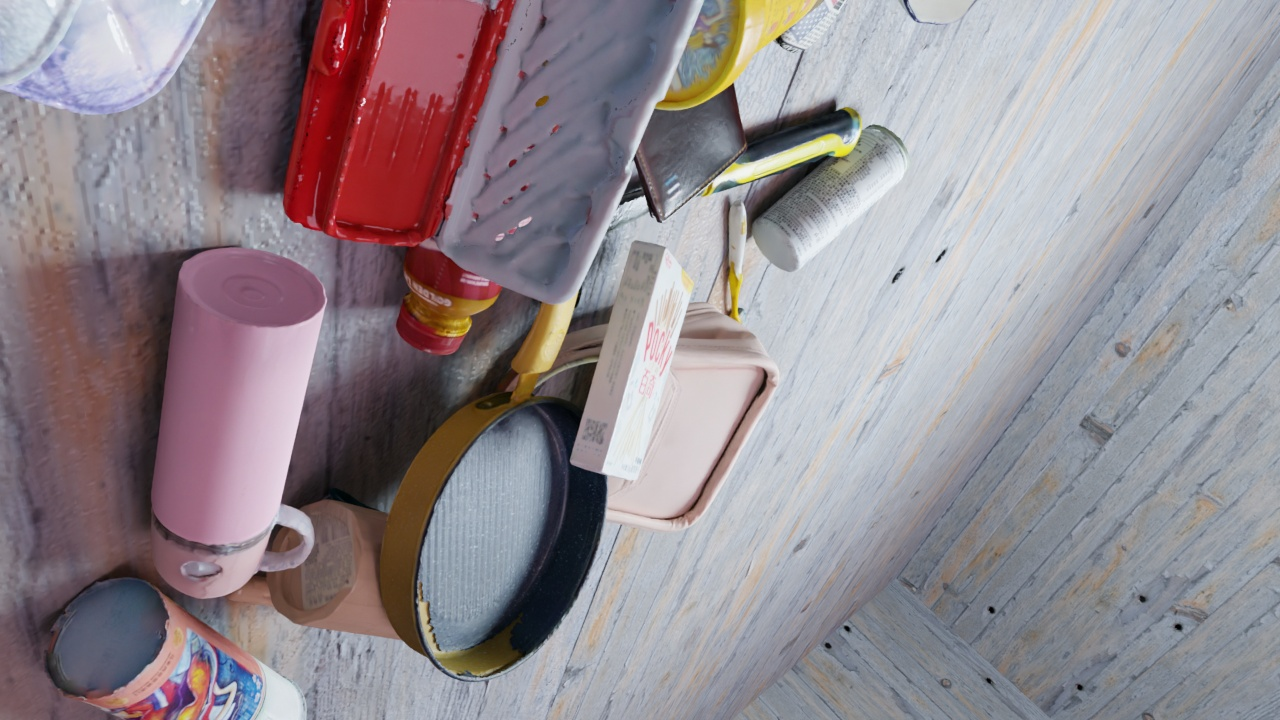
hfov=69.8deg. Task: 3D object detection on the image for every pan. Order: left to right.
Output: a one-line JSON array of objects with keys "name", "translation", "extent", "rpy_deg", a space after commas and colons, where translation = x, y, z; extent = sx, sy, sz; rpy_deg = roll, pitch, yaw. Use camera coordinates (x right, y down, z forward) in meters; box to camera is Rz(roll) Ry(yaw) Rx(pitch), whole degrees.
[{"name": "pan", "translation": [-0.074, 0.045, 0.600], "extent": [0.197, 0.078, 0.358], "rpy_deg": [-20, 118, -55]}]

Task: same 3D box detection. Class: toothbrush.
[{"name": "toothbrush", "translation": [-0.187, 0.128, 0.699], "extent": [0.018, 0.016, 0.192], "rpy_deg": [-35, 153, -2]}, {"name": "toothbrush", "translation": [0.088, -0.080, 0.823], "extent": [0.018, 0.016, 0.192], "rpy_deg": [-49, 156, -22]}]

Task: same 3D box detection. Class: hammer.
[{"name": "hammer", "translation": [0.060, -0.140, 0.681], "extent": [0.322, 0.032, 0.126], "rpy_deg": [-27, 148, -35]}]

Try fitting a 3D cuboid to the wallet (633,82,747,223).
[{"name": "wallet", "translation": [0.023, -0.160, 0.563], "extent": [0.096, 0.020, 0.122], "rpy_deg": [-45, 136, -26]}]

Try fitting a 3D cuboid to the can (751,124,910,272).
[{"name": "can", "translation": [0.167, -0.143, 0.806], "extent": [0.146, 0.058, 0.058], "rpy_deg": [-41, 153, -13]}]

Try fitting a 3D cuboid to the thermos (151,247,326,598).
[{"name": "thermos", "translation": [-0.206, 0.043, 0.481], "extent": [0.087, 0.067, 0.199], "rpy_deg": [11, 123, -19]}]

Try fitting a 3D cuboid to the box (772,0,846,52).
[{"name": "box", "translation": [0.130, -0.279, 0.590], "extent": [0.068, 0.052, 0.164], "rpy_deg": [2, 125, -44]}]

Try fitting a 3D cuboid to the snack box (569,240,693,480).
[{"name": "snack box", "translation": [-0.004, 0.004, 0.640], "extent": [0.084, 0.027, 0.156], "rpy_deg": [35, 71, -70]}]

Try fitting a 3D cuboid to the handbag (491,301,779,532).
[{"name": "handbag", "translation": [-0.019, 0.047, 0.749], "extent": [0.233, 0.093, 0.194], "rpy_deg": [3, 121, -38]}]

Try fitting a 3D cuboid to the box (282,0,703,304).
[{"name": "box", "translation": [-0.068, -0.131, 0.418], "extent": [0.161, 0.058, 0.201], "rpy_deg": [16, 120, -19]}]

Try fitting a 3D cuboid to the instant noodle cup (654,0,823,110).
[{"name": "instant noodle cup", "translation": [0.038, -0.205, 0.470], "extent": [0.114, 0.118, 0.119], "rpy_deg": [-38, 153, -34]}]

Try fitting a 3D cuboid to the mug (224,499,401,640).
[{"name": "mug", "translation": [-0.202, 0.148, 0.625], "extent": [0.125, 0.084, 0.103], "rpy_deg": [-17, 154, 19]}]

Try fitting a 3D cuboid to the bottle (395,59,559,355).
[{"name": "bottle", "translation": [-0.089, -0.083, 0.505], "extent": [0.057, 0.057, 0.175], "rpy_deg": [-9, 135, -52]}]

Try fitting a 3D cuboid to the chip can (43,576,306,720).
[{"name": "chip can", "translation": [-0.290, 0.210, 0.595], "extent": [0.071, 0.071, 0.215], "rpy_deg": [-37, 151, -20]}]

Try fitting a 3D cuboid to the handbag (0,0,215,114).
[{"name": "handbag", "translation": [-0.164, -0.172, 0.252], "extent": [0.194, 0.075, 0.134], "rpy_deg": [-55, 153, 13]}]

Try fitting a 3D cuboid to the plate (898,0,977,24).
[{"name": "plate", "translation": [0.243, -0.346, 0.655], "extent": [0.204, 0.045, 0.205], "rpy_deg": [-34, 151, -23]}]
